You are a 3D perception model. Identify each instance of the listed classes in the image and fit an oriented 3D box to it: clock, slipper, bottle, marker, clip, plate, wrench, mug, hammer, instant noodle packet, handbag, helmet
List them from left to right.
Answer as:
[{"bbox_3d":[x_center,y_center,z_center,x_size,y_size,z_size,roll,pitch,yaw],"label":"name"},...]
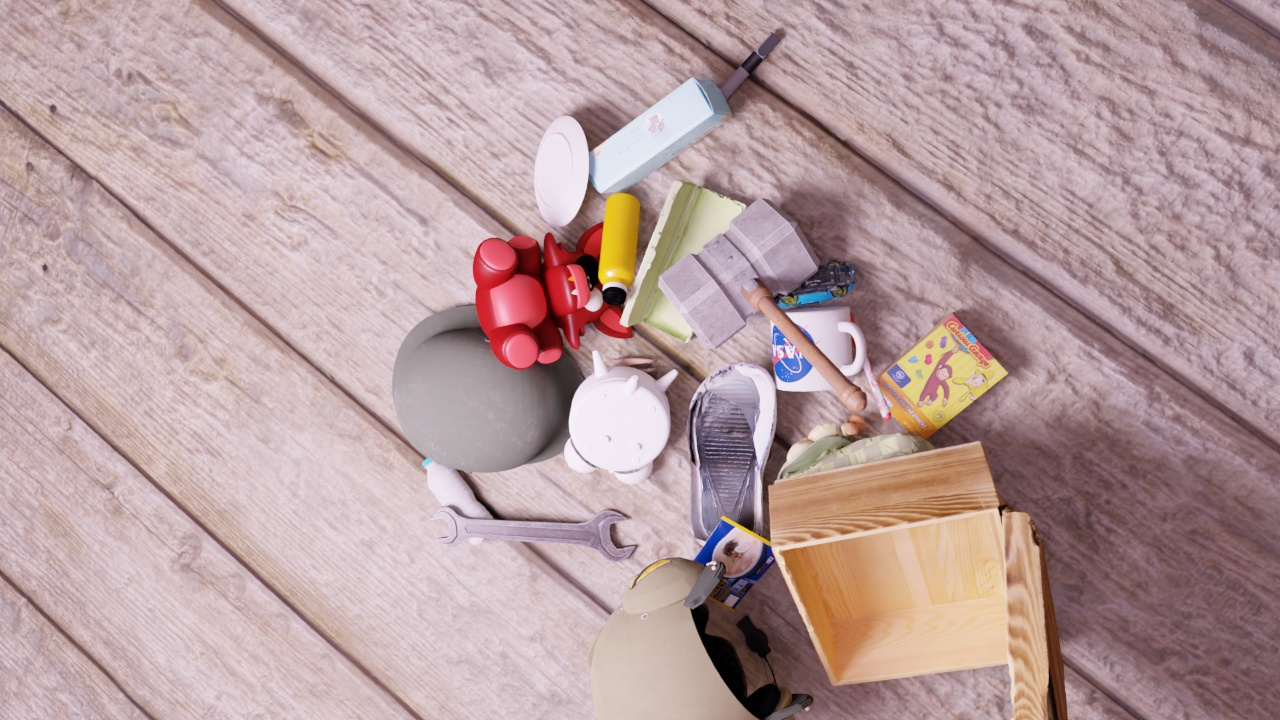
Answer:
[{"bbox_3d":[-0.250,0.189,1.254,0.044,0.044,0.136,-40,86,17],"label":"bottle"},{"bbox_3d":[-0.203,0.053,1.167,0.268,0.153,0.227,10,100,-1],"label":"helmet"},{"bbox_3d":[-0.143,0.227,1.217,0.273,0.010,0.070,3,94,3],"label":"wrench"},{"bbox_3d":[-0.103,-0.232,1.129,0.135,0.011,0.134,2,93,56],"label":"plate"},{"bbox_3d":[-0.026,-0.133,1.109,0.043,0.043,0.143,-5,59,16],"label":"bottle"},{"bbox_3d":[-0.026,0.078,1.143,0.125,0.072,0.161,14,111,-5],"label":"clock"},{"bbox_3d":[-0.008,0.003,1.173,0.061,0.025,0.049,-40,81,24],"label":"clip"},{"bbox_3d":[0.054,0.357,1.069,0.233,0.255,0.250,-35,86,14],"label":"helmet"},{"bbox_3d":[0.110,0.257,1.152,0.087,0.026,0.135,29,125,-1],"label":"instant noodle packet"},{"bbox_3d":[0.112,0.118,1.135,0.111,0.063,0.264,5,111,14],"label":"slipper"},{"bbox_3d":[0.112,-0.332,1.097,0.016,0.016,0.141,46,107,6],"label":"marker"},{"bbox_3d":[0.152,-0.040,0.972,0.163,0.317,0.083,-38,128,4],"label":"hammer"},{"bbox_3d":[0.210,-0.015,1.063,0.121,0.090,0.090,3,100,50],"label":"mug"},{"bbox_3d":[0.250,0.119,1.066,0.187,0.113,0.116,-27,62,29],"label":"handbag"},{"bbox_3d":[0.264,0.005,1.067,0.013,0.013,0.142,-24,63,17],"label":"marker"}]

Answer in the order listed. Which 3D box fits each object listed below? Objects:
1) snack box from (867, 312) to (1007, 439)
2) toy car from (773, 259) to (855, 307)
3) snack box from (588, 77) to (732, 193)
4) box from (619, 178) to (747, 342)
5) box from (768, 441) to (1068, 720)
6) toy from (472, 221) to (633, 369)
[{"bbox_3d":[0.343,0.020,1.065,0.126,0.040,0.088,-43,85,17],"label":"snack box"},{"bbox_3d":[0.203,-0.087,1.090,0.105,0.048,0.032,-11,139,18],"label":"toy car"},{"bbox_3d":[0.019,-0.265,1.090,0.175,0.074,0.053,-31,89,26],"label":"snack box"},{"bbox_3d":[0.055,-0.116,1.110,0.082,0.097,0.188,24,106,12],"label":"box"},{"bbox_3d":[0.310,0.300,0.917,0.287,0.335,0.279,-15,125,15],"label":"box"},{"bbox_3d":[-0.105,-0.081,1.117,0.121,0.196,0.158,-14,91,60],"label":"toy"}]
